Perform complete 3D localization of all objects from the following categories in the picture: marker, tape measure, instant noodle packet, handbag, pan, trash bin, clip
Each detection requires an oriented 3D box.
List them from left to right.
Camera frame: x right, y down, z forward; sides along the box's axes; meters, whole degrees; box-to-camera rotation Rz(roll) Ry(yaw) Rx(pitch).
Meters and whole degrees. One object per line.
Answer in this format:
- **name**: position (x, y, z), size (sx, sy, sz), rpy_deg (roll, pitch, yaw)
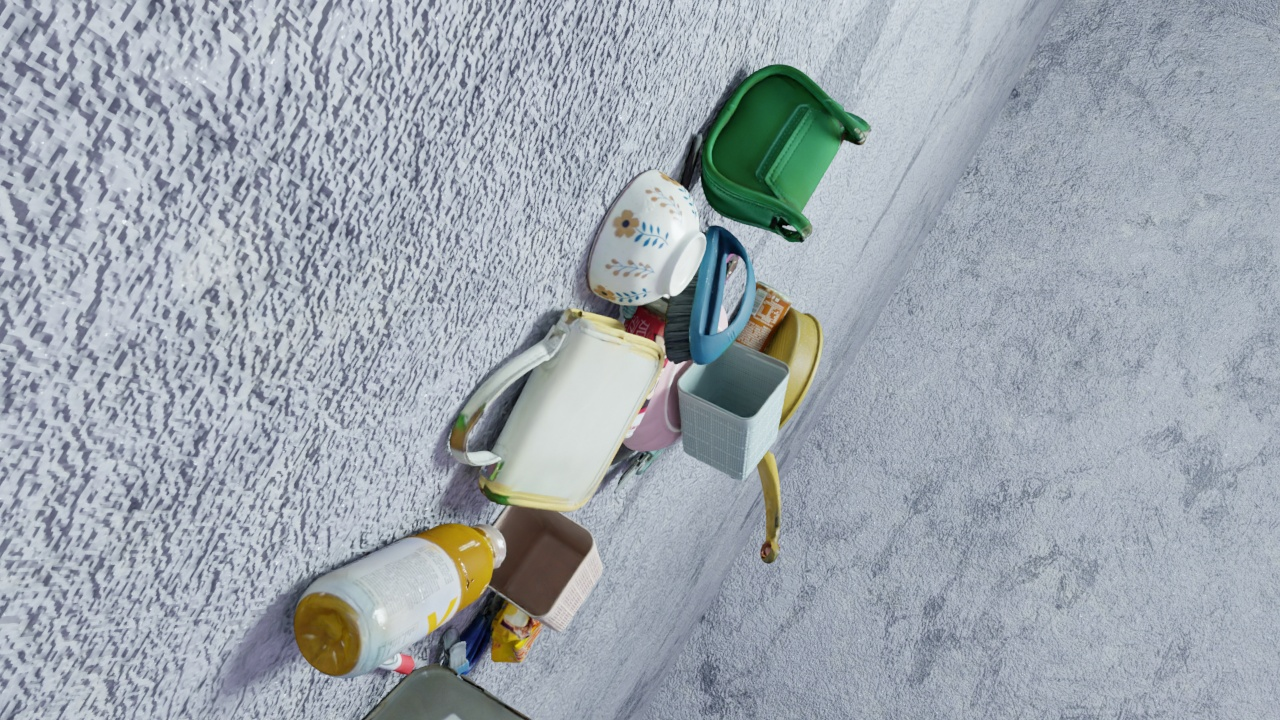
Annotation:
- **marker**: position (-0.208, 0.234, 0.724), size (0.017, 0.017, 0.145), rpy_deg (-55, 163, -17)
- **trash bin**: position (-0.184, 0.420, 0.833), size (0.198, 0.199, 0.220), rpy_deg (-41, 149, -49)
- **clip**: position (-0.177, 0.279, 0.873), size (0.025, 0.032, 0.057), rpy_deg (-21, 136, -30)
- **instant noodle packet**: position (-0.118, 0.264, 0.969), size (0.110, 0.044, 0.129), rpy_deg (-56, 169, -30)
- **handbag**: position (-0.076, 0.034, 0.723), size (0.178, 0.063, 0.163), rpy_deg (18, 102, -58)
- **tape measure**: position (0.079, -0.102, 0.945), size (0.057, 0.039, 0.057), rpy_deg (-27, 143, -61)
- **pan**: position (0.167, 0.089, 1.203), size (0.198, 0.078, 0.356), rpy_deg (-41, -153, 51)
- **handbag**: position (0.121, -0.180, 0.799), size (0.131, 0.120, 0.068), rpy_deg (-59, 169, -8)

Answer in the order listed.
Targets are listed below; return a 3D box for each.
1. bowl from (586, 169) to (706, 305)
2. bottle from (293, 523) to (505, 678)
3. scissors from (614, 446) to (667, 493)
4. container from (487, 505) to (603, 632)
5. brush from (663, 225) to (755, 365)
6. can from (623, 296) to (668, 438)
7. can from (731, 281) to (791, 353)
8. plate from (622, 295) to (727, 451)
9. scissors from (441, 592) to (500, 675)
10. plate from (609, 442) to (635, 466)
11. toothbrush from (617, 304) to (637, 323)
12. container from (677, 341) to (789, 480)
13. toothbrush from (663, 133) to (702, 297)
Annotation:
- **bowl**: position (0.014, -0.091, 0.741), size (0.113, 0.062, 0.114), rpy_deg (-52, 161, -27)
- **bottle**: position (-0.159, 0.159, 0.651), size (0.068, 0.068, 0.189), rpy_deg (-65, 163, 16)
- **scissors**: position (0.006, 0.122, 1.131), size (0.179, 0.019, 0.143), rpy_deg (-47, 169, -40)
- **container**: position (-0.092, 0.193, 0.858), size (0.089, 0.090, 0.111), rpy_deg (-55, 161, -18)
- **brush**: position (0.063, -0.059, 0.796), size (0.055, 0.074, 0.143), rpy_deg (64, 31, -50)
- **can**: position (-0.005, 0.005, 0.859), size (0.053, 0.053, 0.133), rpy_deg (-22, 139, -64)
- **can**: position (0.142, -0.030, 1.218), size (0.147, 0.058, 0.058), rpy_deg (-61, 163, 5)
- **plate**: position (0.044, 0.013, 0.971), size (0.191, 0.039, 0.193), rpy_deg (-40, 143, -41)
- **scissors**: position (-0.156, 0.250, 0.915), size (0.132, 0.012, 0.173), rpy_deg (-35, 149, -54)
- **plate**: position (0.012, 0.047, 1.032), size (0.179, 0.024, 0.180), rpy_deg (-52, 162, -25)
- **toothbrush**: position (-0.046, 0.035, 0.839), size (0.026, 0.027, 0.225), rpy_deg (9, 117, -27)
- **container**: position (0.096, 0.054, 0.956), size (0.089, 0.090, 0.112), rpy_deg (-47, 150, -33)
- **toothbrush**: position (0.032, -0.121, 0.823), size (0.015, 0.018, 0.181), rpy_deg (-47, 158, -48)
